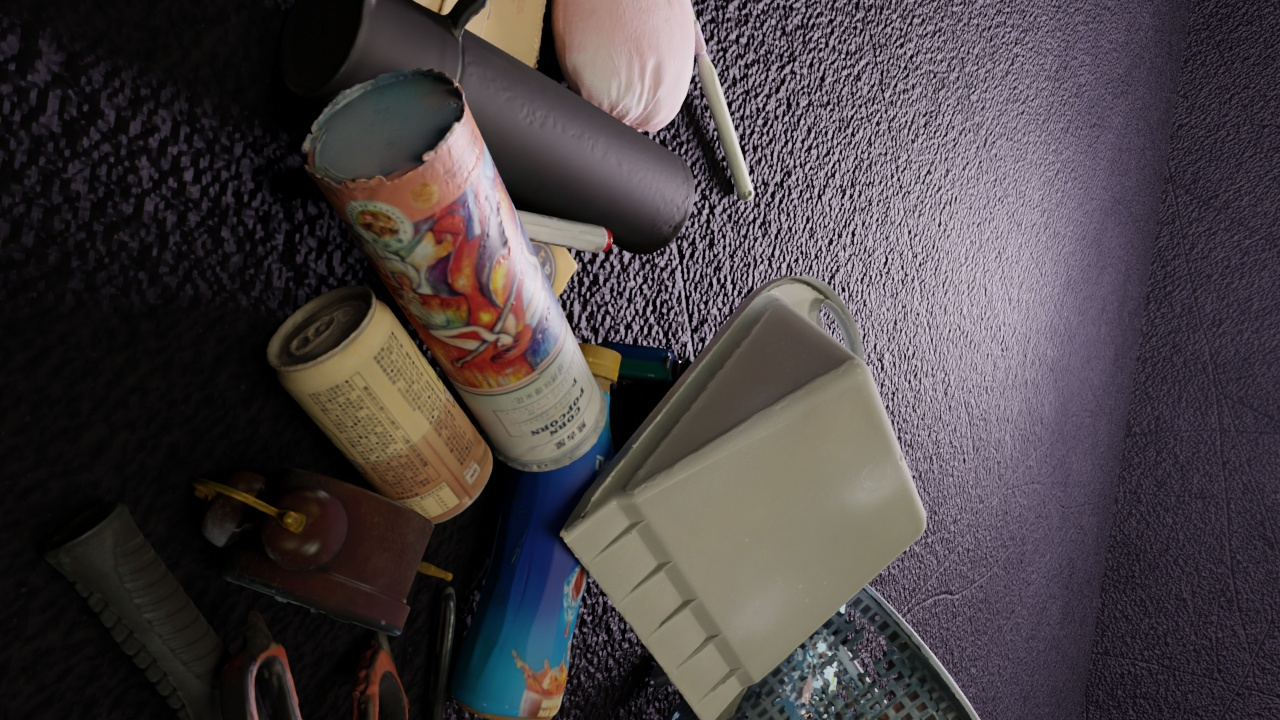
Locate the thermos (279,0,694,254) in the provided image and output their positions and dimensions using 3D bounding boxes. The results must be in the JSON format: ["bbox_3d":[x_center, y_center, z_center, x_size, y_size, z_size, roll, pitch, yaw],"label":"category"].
[{"bbox_3d":[-0.056,-0.125,0.476,0.242,0.090,0.068,16,42,-54],"label":"thermos"}]

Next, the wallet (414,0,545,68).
[{"bbox_3d":[-0.093,-0.200,0.466,0.115,0.024,0.087,6,88,-54],"label":"wallet"}]

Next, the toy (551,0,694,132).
[{"bbox_3d":[-0.004,-0.220,0.549,0.121,0.054,0.159,-5,104,-54],"label":"toy"}]

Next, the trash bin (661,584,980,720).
[{"bbox_3d":[0.120,0.290,0.684,0.195,0.226,0.227,-33,127,-12],"label":"trash bin"}]

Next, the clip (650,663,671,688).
[{"bbox_3d":[0.030,0.232,0.712,0.058,0.027,0.043,-40,113,-32],"label":"clip"}]

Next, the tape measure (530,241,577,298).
[{"bbox_3d":[-0.069,-0.051,0.521,0.059,0.029,0.057,-61,140,-25],"label":"tape measure"}]

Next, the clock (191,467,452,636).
[{"bbox_3d":[-0.144,0.081,0.406,0.122,0.082,0.055,45,58,-48],"label":"clock"}]

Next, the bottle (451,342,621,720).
[{"bbox_3d":[-0.053,0.097,0.542,0.065,0.065,0.218,25,77,-52],"label":"bottle"}]

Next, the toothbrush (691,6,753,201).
[{"bbox_3d":[0.052,-0.193,0.661,0.029,0.020,0.190,-33,130,-8],"label":"toothbrush"}]

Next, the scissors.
[{"bbox_3d":[-0.128,0.210,0.405,0.226,0.015,0.189,-101,169,-48],"label":"scissors"}]

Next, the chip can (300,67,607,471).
[{"bbox_3d":[-0.077,-0.030,0.439,0.071,0.071,0.215,-59,150,-27],"label":"chip can"}]

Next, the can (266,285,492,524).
[{"bbox_3d":[-0.121,0.024,0.442,0.058,0.059,0.116,-55,136,-31],"label":"can"}]

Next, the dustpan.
[{"bbox_3d":[0.081,0.072,0.627,0.257,0.142,0.223,-34,124,-5],"label":"dustpan"}]

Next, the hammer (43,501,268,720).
[{"bbox_3d":[-0.161,0.189,0.411,0.128,0.033,0.301,-95,164,-65],"label":"hammer"}]

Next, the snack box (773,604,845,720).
[{"bbox_3d":[0.146,0.304,0.857,0.074,0.052,0.175,-2,99,-52],"label":"snack box"}]

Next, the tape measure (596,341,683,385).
[{"bbox_3d":[-0.004,0.003,0.595,0.054,0.058,0.025,26,73,-74],"label":"tape measure"}]

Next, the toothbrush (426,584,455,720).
[{"bbox_3d":[-0.120,0.216,0.519,0.018,0.016,0.181,6,93,-44],"label":"toothbrush"}]

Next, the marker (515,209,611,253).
[{"bbox_3d":[-0.078,-0.074,0.478,0.145,0.017,0.017,6,92,-35],"label":"marker"}]
